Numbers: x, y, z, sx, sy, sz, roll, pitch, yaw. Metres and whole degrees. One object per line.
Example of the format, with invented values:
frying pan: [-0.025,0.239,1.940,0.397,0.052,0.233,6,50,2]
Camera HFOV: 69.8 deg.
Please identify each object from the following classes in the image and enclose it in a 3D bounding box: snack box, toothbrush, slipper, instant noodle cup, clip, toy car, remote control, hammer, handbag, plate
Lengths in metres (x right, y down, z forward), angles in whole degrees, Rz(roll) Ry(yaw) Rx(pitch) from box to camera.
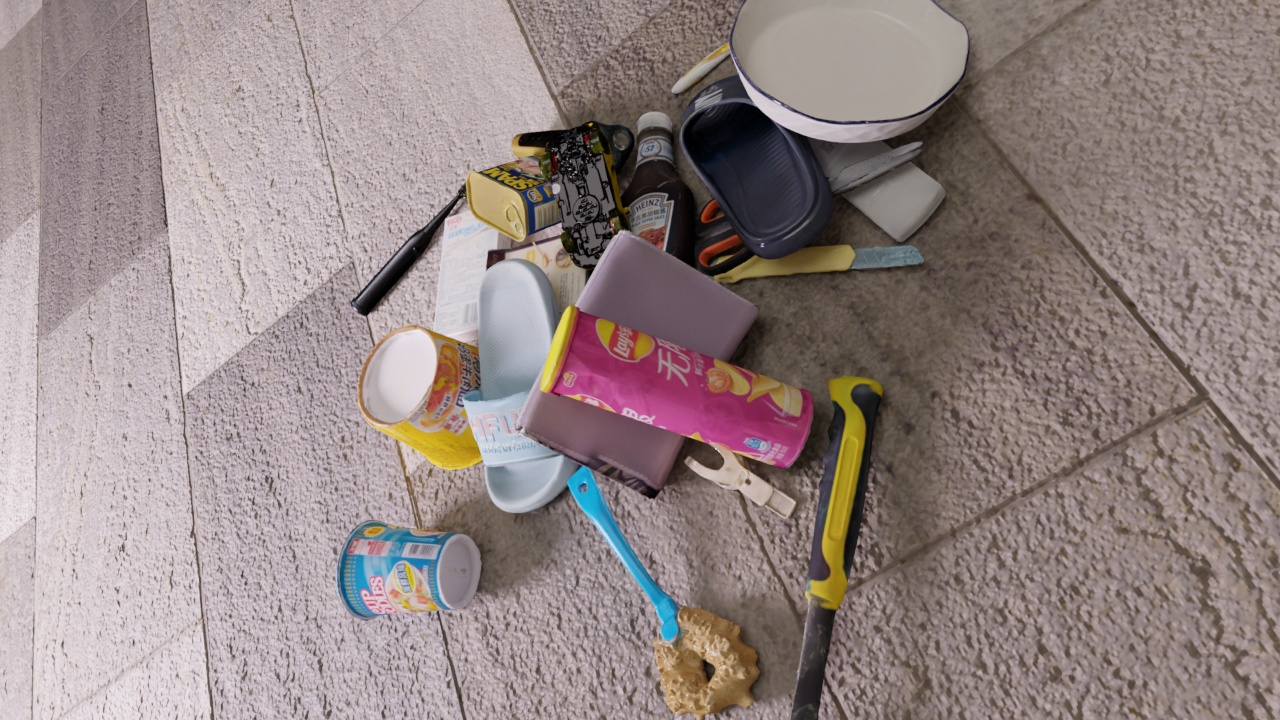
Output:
snack box: [-0.187,-0.097,1.030,0.085,0.027,0.156,-11,65,29]
toothbrush: [0.107,-0.340,0.949,0.192,0.018,0.016,-35,54,15]
slipper: [-0.119,0.024,0.874,0.104,0.074,0.245,-5,89,24]
instant noodle cup: [-0.213,0.032,0.941,0.138,0.109,0.137,-13,63,27]
clip: [0.084,0.097,0.772,0.100,0.071,0.034,29,86,43]
toy car: [-0.053,-0.160,0.906,0.071,0.041,0.155,-20,74,20]
toothbrush: [-0.269,-0.137,1.099,0.213,0.026,0.027,-45,41,8]
snack box: [-0.097,-0.069,0.944,0.126,0.053,0.113,-11,65,29]
slipper: [0.094,-0.202,0.838,0.111,0.083,0.267,-34,43,16]
remote control: [0.201,-0.167,0.815,0.058,0.021,0.150,-50,52,16]
hammer: [0.145,0.165,0.696,0.126,0.032,0.322,10,70,14]
instant noodle cup: [-0.219,0.203,0.890,0.110,0.099,0.099,-5,68,23]
handbag: [-0.005,0.005,0.811,0.145,0.098,0.197,28,87,-4]
plate: [0.180,-0.267,0.808,0.205,0.046,0.204,-1,58,1]

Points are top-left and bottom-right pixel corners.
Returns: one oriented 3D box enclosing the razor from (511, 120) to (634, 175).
razor: [-0.081,-0.233,1.000,0.168,0.067,0.062,15,71,42]

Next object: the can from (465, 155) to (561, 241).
can: [-0.123,-0.176,0.980,0.083,0.057,0.102,-28,43,-36]

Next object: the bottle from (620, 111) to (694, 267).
bottle: [0.015,-0.160,0.919,0.080,0.044,0.194,-12,64,27]

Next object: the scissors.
scissors: [0.144,-0.130,0.817,0.235,0.021,0.141,2,63,44]

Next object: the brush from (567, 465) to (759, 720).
brush: [0.007,0.188,0.772,0.083,0.046,0.254,-45,59,11]

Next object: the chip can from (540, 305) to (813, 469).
chip can: [0.030,0.023,0.736,0.071,0.210,0.071,-162,91,-80]

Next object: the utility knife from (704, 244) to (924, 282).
utility knife: [0.147,-0.088,0.819,0.211,0.022,0.031,-3,70,39]
